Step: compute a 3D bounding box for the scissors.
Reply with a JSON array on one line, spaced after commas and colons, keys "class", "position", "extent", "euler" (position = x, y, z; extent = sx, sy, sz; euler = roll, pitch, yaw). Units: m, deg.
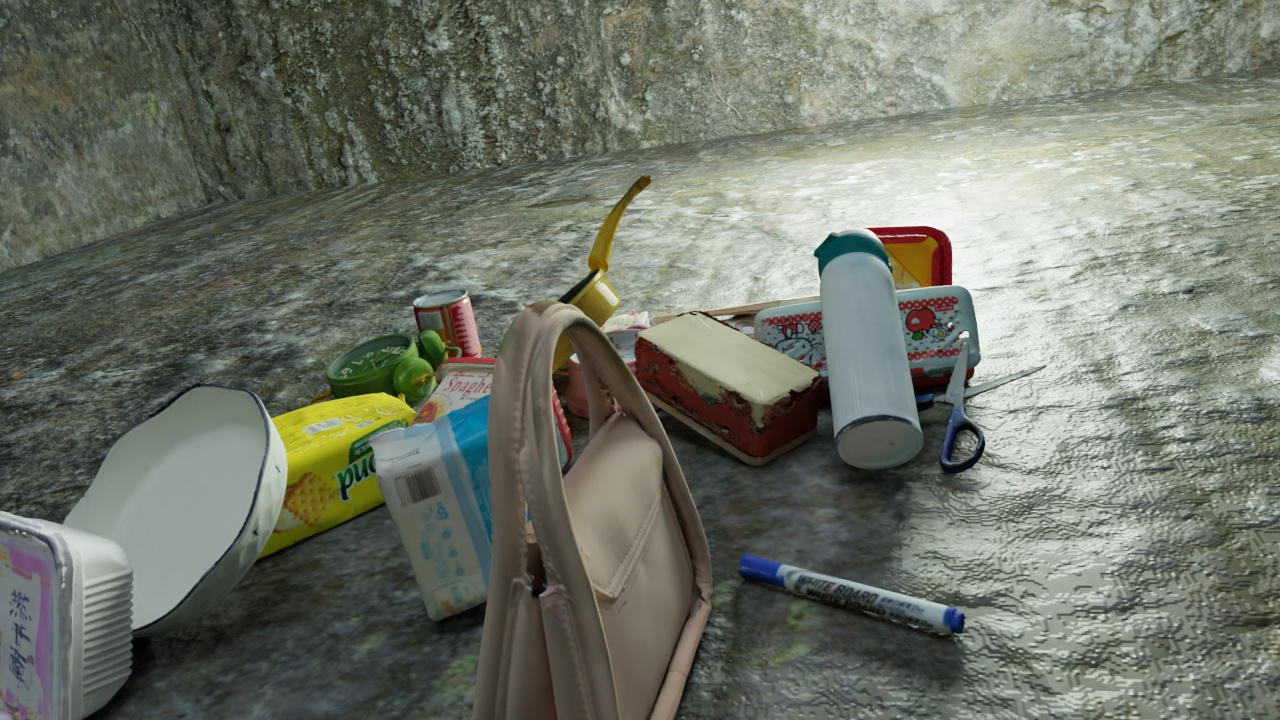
[{"class": "scissors", "position": [0.251, 0.036, 0.764], "extent": [0.163, 0.012, 0.173], "euler": [-10, 31, 30]}]

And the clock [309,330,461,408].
[{"class": "clock", "position": [-0.273, 0.015, 1.012], "extent": [0.161, 0.056, 0.116], "euler": [-12, 27, 11]}]

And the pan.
[{"class": "pan", "position": [-0.070, -0.076, 0.965], "extent": [0.356, 0.078, 0.198], "euler": [-48, 11, -33]}]

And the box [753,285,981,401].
[{"class": "box", "position": [0.207, -0.020, 0.856], "extent": [0.201, 0.098, 0.095], "euler": [-8, 21, 4]}]

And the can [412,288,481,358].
[{"class": "can", "position": [-0.227, -0.031, 1.086], "extent": [0.066, 0.094, 0.066], "euler": [-9, 20, 3]}]

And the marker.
[{"class": "marker", "position": [0.126, 0.144, 0.569], "extent": [0.146, 0.017, 0.016], "euler": [7, 26, 38]}]

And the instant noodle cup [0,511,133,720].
[{"class": "instant noodle cup", "position": [-0.399, 0.165, 0.606], "extent": [0.174, 0.138, 0.060], "euler": [4, 3, 31]}]

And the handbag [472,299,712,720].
[{"class": "handbag", "position": [-0.030, 0.082, 0.488], "extent": [0.093, 0.234, 0.192], "euler": [-1, 22, 16]}]

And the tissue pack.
[{"class": "tissue pack", "position": [-0.119, 0.101, 0.623], "extent": [0.090, 0.140, 0.063], "euler": [-19, 14, -11]}]

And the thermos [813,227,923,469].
[{"class": "thermos", "position": [0.189, -0.019, 0.769], "extent": [0.073, 0.073, 0.223], "euler": [-5, 49, 11]}]

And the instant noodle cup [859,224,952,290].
[{"class": "instant noodle cup", "position": [0.289, -0.092, 1.011], "extent": [0.116, 0.116, 0.123], "euler": [2, 11, 26]}]

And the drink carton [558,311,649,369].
[{"class": "drink carton", "position": [-0.050, -0.021, 1.050], "extent": [0.122, 0.045, 0.053], "euler": [-7, 31, 10]}]

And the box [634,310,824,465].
[{"class": "box", "position": [0.072, 0.012, 0.809], "extent": [0.091, 0.077, 0.168], "euler": [-23, 37, -34]}]

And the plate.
[{"class": "plate", "position": [-0.349, 0.114, 0.694], "extent": [0.205, 0.045, 0.204], "euler": [-16, 50, 20]}]

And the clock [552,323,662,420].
[{"class": "clock", "position": [-0.006, 0.005, 0.938], "extent": [0.158, 0.060, 0.117], "euler": [-21, 24, -31]}]

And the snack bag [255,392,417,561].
[{"class": "snack bag", "position": [-0.293, 0.090, 0.830], "extent": [0.245, 0.068, 0.158], "euler": [-23, 24, -35]}]

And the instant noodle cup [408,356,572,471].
[{"class": "instant noodle cup", "position": [-0.135, 0.071, 0.762], "extent": [0.116, 0.117, 0.123], "euler": [2, 35, 28]}]

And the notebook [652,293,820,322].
[{"class": "notebook", "position": [0.131, -0.061, 1.025], "extent": [0.150, 0.012, 0.211], "euler": [-5, 4, 33]}]

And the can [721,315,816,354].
[{"class": "can", "position": [0.148, -0.021, 0.943], "extent": [0.147, 0.058, 0.058], "euler": [-7, 20, 6]}]

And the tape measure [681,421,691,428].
[{"class": "tape measure", "position": [0.055, 0.041, 0.866], "extent": [0.054, 0.025, 0.058], "euler": [-14, 31, -19]}]
